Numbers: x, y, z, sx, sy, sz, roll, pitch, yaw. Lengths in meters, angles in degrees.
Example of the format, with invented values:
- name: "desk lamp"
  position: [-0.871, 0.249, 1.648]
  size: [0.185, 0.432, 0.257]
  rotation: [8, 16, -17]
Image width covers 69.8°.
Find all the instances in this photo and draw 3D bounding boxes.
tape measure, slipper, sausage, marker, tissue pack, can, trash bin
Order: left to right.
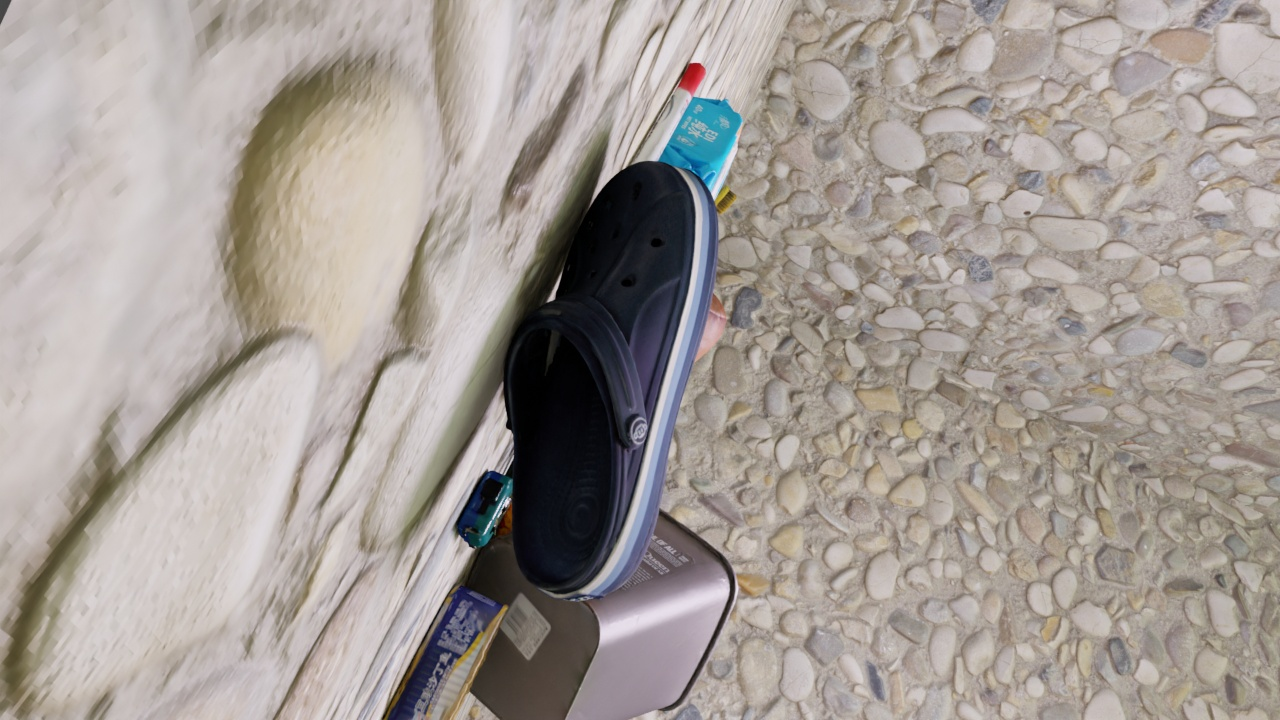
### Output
- name: "can"
  position: [-0.162, 0.260, 0.752]
  size: [0.075, 0.049, 0.147]
  rotation: [111, 4, -63]
- name: "tape measure"
  position: [-0.108, 0.106, 0.649]
  size: [0.054, 0.025, 0.058]
  rotation: [-64, 179, -22]
- name: "sausage"
  position: [-0.119, 0.141, 0.901]
  size: [0.021, 0.021, 0.165]
  rotation: [-61, 176, -73]
- name: "slipper"
  position: [-0.032, 0.004, 0.512]
  size: [0.095, 0.105, 0.252]
  rotation: [22, 76, -48]
- name: "trash bin"
  position: [-0.053, 0.253, 0.912]
  size: [0.219, 0.199, 0.199]
  rotation: [5, 112, -58]
- name: "marker"
  position: [0.019, -0.178, 0.694]
  size: [0.017, 0.017, 0.144]
  rotation: [113, 3, -56]
- name: "tissue pack"
  position: [0.044, -0.170, 0.815]
  size: [0.139, 0.063, 0.090]
  rotation: [-63, 178, -50]

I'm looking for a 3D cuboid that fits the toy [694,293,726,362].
- name: "toy"
  position: [-0.005, 0.005, 0.889]
  size: [0.140, 0.130, 0.199]
  rotation: [14, 98, -59]

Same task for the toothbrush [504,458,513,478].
- name: "toothbrush"
  position: [-0.086, 0.050, 0.783]
  size: [0.185, 0.012, 0.017]
  rotation: [-65, -170, -18]

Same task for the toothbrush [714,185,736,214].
- name: "toothbrush"
  position: [0.025, -0.102, 0.907]
  size: [0.191, 0.016, 0.015]
  rotation: [-43, -167, 27]
